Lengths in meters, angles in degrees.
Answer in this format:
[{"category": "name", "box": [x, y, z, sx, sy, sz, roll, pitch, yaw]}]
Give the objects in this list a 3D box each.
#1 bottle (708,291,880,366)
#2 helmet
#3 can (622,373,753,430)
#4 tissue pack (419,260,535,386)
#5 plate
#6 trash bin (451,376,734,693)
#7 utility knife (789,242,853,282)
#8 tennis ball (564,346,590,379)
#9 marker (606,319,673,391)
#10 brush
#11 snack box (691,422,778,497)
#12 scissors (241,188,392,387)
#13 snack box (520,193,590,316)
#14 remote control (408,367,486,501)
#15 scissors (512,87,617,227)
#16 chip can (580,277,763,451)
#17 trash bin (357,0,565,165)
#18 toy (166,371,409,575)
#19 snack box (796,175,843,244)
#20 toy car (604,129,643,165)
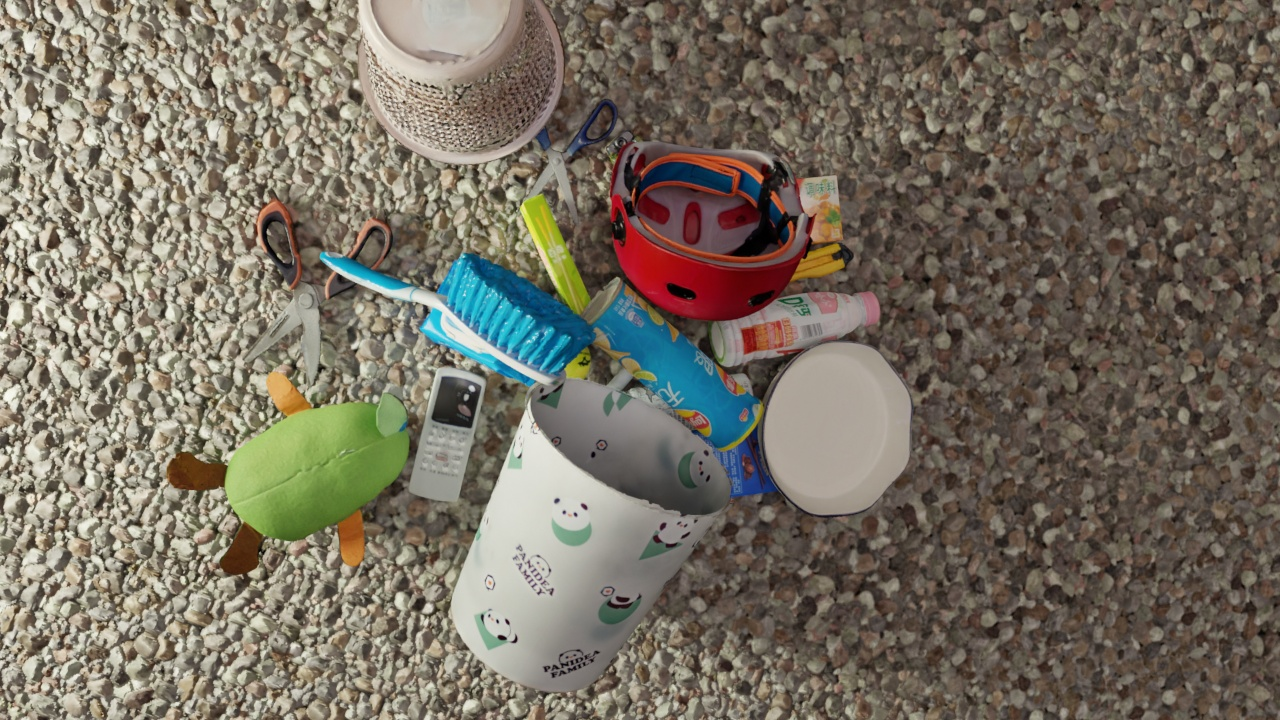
[{"category": "bottle", "box": [0.180, -0.044, 1.066, 0.196, 0.068, 0.068, -12, 94, -11]}, {"category": "helmet", "box": [0.067, -0.116, 0.955, 0.207, 0.239, 0.144, 2, 133, -8]}, {"category": "can", "box": [0.054, 0.052, 1.053, 0.146, 0.058, 0.058, -7, 94, -8]}, {"category": "tissue pack", "box": [-0.163, -0.041, 0.997, 0.157, 0.052, 0.095, 26, 87, 20]}, {"category": "plate", "box": [0.223, 0.078, 1.068, 0.204, 0.045, 0.205, -2, 95, -20]}, {"category": "trash bin", "box": [-0.063, 0.182, 0.941, 0.229, 0.229, 0.252, 25, 109, -9]}, {"category": "utility knife", "box": [0.151, -0.095, 1.082, 0.219, 0.015, 0.033, -18, 93, -7]}, {"category": "tennis ball", "box": [-0.088, 0.000, 1.026, 0.065, 0.065, 0.065, 0, 93, -8]}, {"category": "marker", "box": [-0.006, 0.006, 1.062, 0.130, 0.022, 0.018, -49, 134, -4]}, {"category": "brush", "box": [-0.196, -0.068, 0.941, 0.314, 0.060, 0.110, 33, 122, 10]}, {"category": "snack box", "box": [0.094, 0.119, 1.078, 0.157, 0.026, 0.084, -7, 94, -8]}, {"category": "scissors", "box": [-0.359, -0.084, 1.010, 0.189, 0.015, 0.226, -13, 95, -8]}, {"category": "snack box", "box": [-0.089, -0.103, 1.009, 0.026, 0.086, 0.156, -25, 99, -8]}, {"category": "remote control", "box": [-0.217, 0.083, 1.034, 0.058, 0.021, 0.150, 13, 91, -9]}, {"category": "scissors", "box": [-0.092, -0.240, 1.042, 0.162, 0.012, 0.176, -33, 99, -5]}, {"category": "chip can", "box": [0.032, 0.006, 0.969, 0.210, 0.071, 0.071, 41, 86, -16]}, {"category": "trash bin", "box": [-0.189, -0.329, 0.925, 0.227, 0.192, 0.227, 0, 90, -5]}, {"category": "toy", "box": [-0.357, 0.120, 0.982, 0.246, 0.090, 0.227, -24, 97, -10]}, {"category": "snack box", "box": [0.156, -0.169, 1.073, 0.155, 0.027, 0.077, -8, 94, -8]}, {"category": "toy car", "box": [-0.001, -0.217, 1.045, 0.042, 0.035, 0.090, -41, 106, -4]}]
